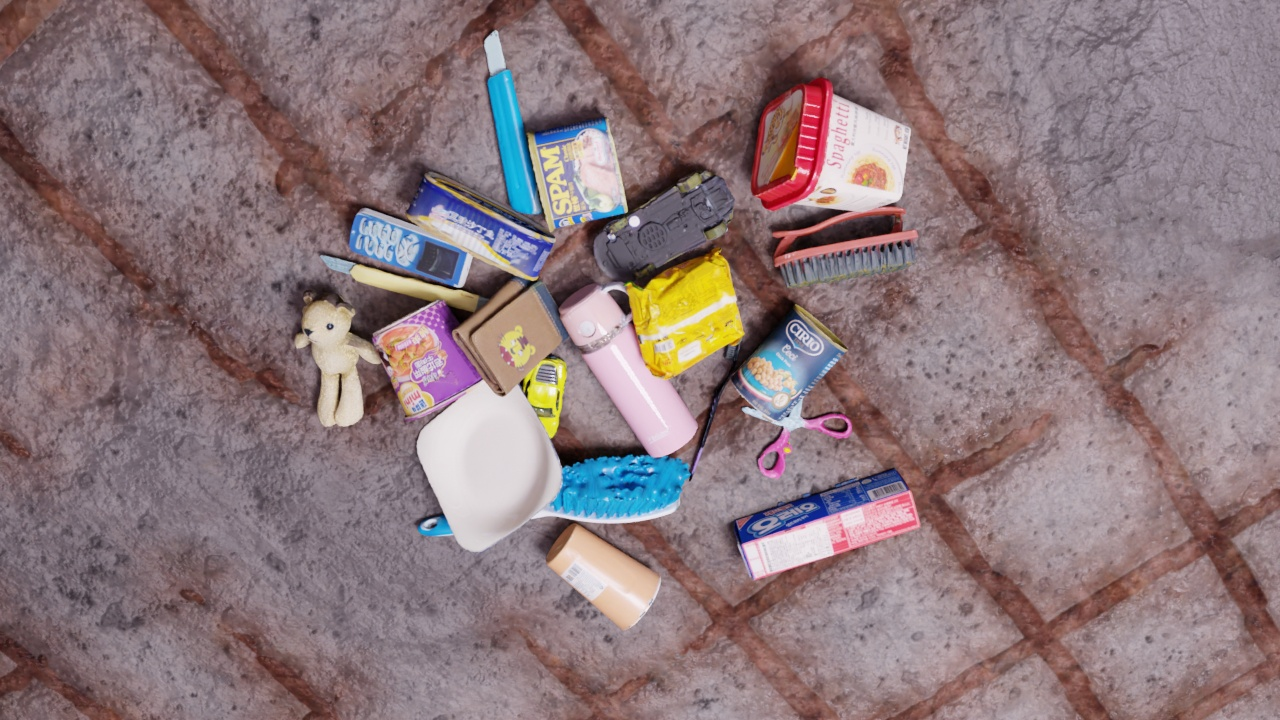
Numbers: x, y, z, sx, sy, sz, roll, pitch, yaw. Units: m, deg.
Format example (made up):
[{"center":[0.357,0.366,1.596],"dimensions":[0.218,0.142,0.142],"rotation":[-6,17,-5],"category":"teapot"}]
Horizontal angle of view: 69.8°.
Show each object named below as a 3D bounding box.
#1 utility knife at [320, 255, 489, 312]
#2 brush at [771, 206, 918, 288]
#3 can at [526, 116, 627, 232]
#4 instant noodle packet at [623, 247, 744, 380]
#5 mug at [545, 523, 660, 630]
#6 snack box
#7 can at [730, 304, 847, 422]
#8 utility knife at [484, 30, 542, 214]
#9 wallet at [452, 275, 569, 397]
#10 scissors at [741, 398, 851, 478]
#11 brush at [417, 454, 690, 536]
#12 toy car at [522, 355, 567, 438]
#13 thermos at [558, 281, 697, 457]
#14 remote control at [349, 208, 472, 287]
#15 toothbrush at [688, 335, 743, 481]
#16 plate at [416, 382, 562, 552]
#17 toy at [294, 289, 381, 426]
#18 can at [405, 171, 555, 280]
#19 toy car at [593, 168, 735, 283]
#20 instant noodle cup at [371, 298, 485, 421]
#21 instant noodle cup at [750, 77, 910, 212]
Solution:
[{"center":[-0.250,-0.080,0.977],"dimensions":[0.183,0.019,0.031],"rotation":[12,138,-11],"category":"utility knife"},{"center":[0.212,-0.120,0.966],"dimensions":[0.146,0.063,0.069],"rotation":[-10,87,3],"category":"brush"},{"center":[-0.063,-0.190,0.928],"dimensions":[0.083,0.057,0.102],"rotation":[-12,110,0],"category":"can"},{"center":[0.046,-0.049,0.963],"dimensions":[0.128,0.044,0.111],"rotation":[-25,108,-32],"category":"instant noodle packet"},{"center":[-0.047,0.251,1.081],"dimensions":[0.123,0.078,0.078],"rotation":[37,104,-10],"category":"mug"},{"center":[0.216,0.192,1.079],"dimensions":[0.207,0.057,0.058],"rotation":[-19,112,4],"category":"snack box"},{"center":[0.160,0.005,0.998],"dimensions":[0.075,0.075,0.111],"rotation":[37,105,-14],"category":"can"},{"center":[-0.132,-0.237,0.927],"dimensions":[0.034,0.018,0.182],"rotation":[-3,110,20],"category":"utility knife"},{"center":[-0.133,-0.030,0.958],"dimensions":[0.033,0.115,0.090],"rotation":[-11,117,48],"category":"wallet"},{"center":[0.179,0.077,1.058],"dimensions":[0.134,0.017,0.133],"rotation":[12,105,-3],"category":"scissors"},{"center":[-0.103,0.162,1.049],"dimensions":[0.314,0.060,0.110],"rotation":[-2,144,-5],"category":"brush"},{"center":[-0.110,0.045,1.024],"dimensions":[0.048,0.032,0.105],"rotation":[9,111,-6],"category":"toy car"},{"center":[-0.006,0.006,0.994],"dimensions":[0.087,0.067,0.198],"rotation":[-25,109,19],"category":"thermos"},{"center":[-0.239,-0.119,0.959],"dimensions":[0.125,0.024,0.049],"rotation":[20,122,-8],"category":"remote control"},{"center":[0.082,0.056,1.046],"dimensions":[0.017,0.014,0.189],"rotation":[17,109,-1],"category":"toothbrush"},{"center":[-0.161,0.111,1.013],"dimensions":[0.165,0.034,0.163],"rotation":[-37,70,21],"category":"plate"},{"center":[-0.329,0.001,0.981],"dimensions":[0.105,0.066,0.157],"rotation":[14,122,17],"category":"toy"},{"center":[-0.161,-0.137,0.934],"dimensions":[0.148,0.074,0.049],"rotation":[26,104,-11],"category":"can"},{"center":[0.023,-0.140,0.957],"dimensions":[0.158,0.042,0.070],"rotation":[-28,109,7],"category":"toy car"},{"center":[-0.223,-0.004,0.966],"dimensions":[0.111,0.111,0.099],"rotation":[-27,101,7],"category":"instant noodle cup"},{"center":[0.188,-0.201,0.902],"dimensions":[0.124,0.117,0.116],"rotation":[9,86,-18],"category":"instant noodle cup"}]
